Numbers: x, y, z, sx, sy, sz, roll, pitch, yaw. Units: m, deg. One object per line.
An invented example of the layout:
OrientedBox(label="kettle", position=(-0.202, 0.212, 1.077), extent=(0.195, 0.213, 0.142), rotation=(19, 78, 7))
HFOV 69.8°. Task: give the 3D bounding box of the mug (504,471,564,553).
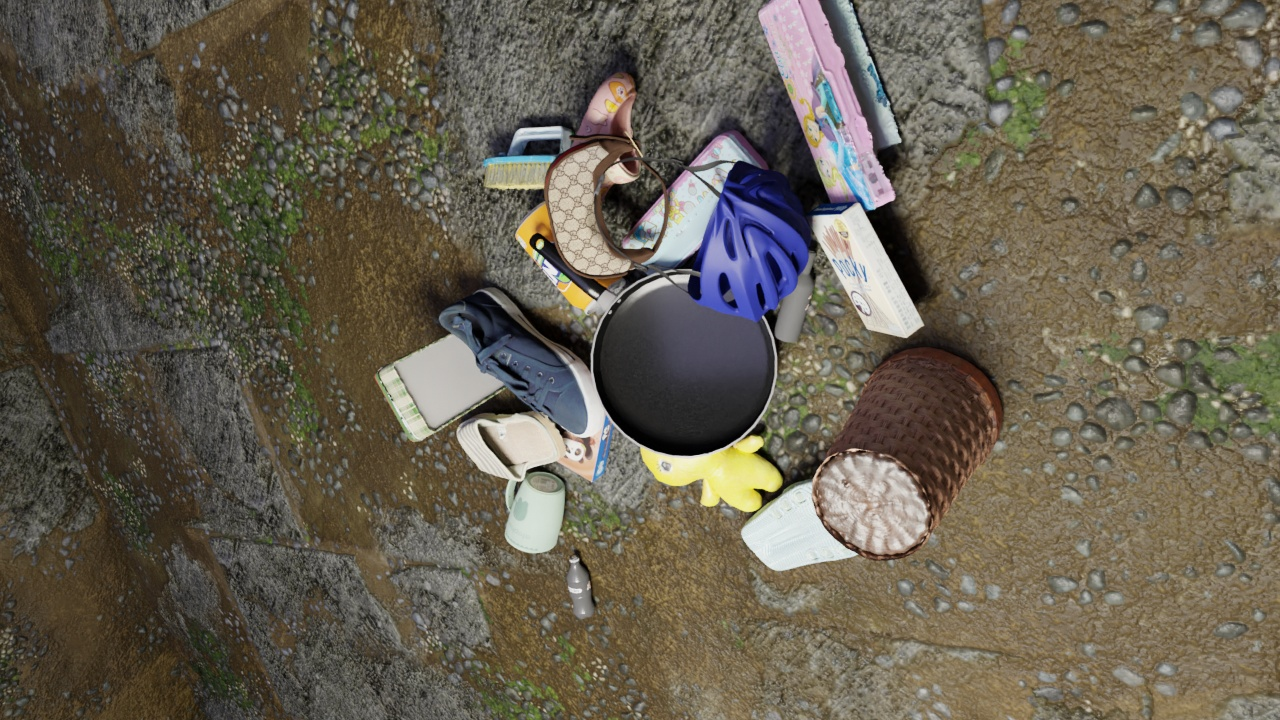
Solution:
OrientedBox(label="mug", position=(-0.169, 0.223, 1.419), extent=(0.111, 0.084, 0.104), rotation=(34, 120, 36))

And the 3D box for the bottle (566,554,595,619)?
OrientedBox(label="bottle", position=(-0.097, 0.359, 1.461), extent=(0.036, 0.036, 0.110), rotation=(6, 116, 34))

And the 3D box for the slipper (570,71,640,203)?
OrientedBox(label="slipper", position=(-0.039, -0.240, 1.087), extent=(0.081, 0.093, 0.198), rotation=(30, 127, 7))

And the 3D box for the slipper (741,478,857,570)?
OrientedBox(label="slipper", position=(0.210, 0.196, 1.138), extent=(0.104, 0.074, 0.246), rotation=(50, 147, 3))

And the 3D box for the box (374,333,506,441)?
OrientedBox(label="box", position=(-0.276, 0.025, 1.313), extent=(0.050, 0.204, 0.117), rotation=(-26, 98, 33))

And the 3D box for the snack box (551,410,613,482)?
OrientedBox(label="snack box", position=(-0.083, 0.092, 1.319), extent=(0.087, 0.034, 0.152), rotation=(27, 125, 23))

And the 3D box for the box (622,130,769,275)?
OrientedBox(label="box", position=(0.060, -0.176, 1.079), extent=(0.076, 0.036, 0.215), rotation=(50, 131, 4))

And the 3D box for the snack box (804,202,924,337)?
OrientedBox(label="snack box", position=(0.233, -0.095, 0.957), extent=(0.150, 0.026, 0.082), rotation=(57, 172, -15))

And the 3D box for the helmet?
OrientedBox(label="helmet", position=(0.067, -0.135, 0.975), extent=(0.228, 0.147, 0.241), rotation=(17, 167, 11))

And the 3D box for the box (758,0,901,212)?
OrientedBox(label="box", position=(0.203, -0.267, 0.928), extent=(0.230, 0.076, 0.085), rotation=(66, 168, -10))

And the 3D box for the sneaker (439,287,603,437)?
OrientedBox(label="sneaker", position=(-0.174, 0.007, 1.251), extent=(0.294, 0.127, 0.121), rotation=(41, 132, 25))

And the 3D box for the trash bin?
OrientedBox(label="trash bin", position=(0.270, 0.092, 0.947), extent=(0.151, 0.209, 0.151), rotation=(16, 120, 29))

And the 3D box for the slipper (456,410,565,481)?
OrientedBox(label="slipper", position=(-0.203, 0.127, 1.380), extent=(0.273, 0.053, 0.114), rotation=(-11, 117, 51))

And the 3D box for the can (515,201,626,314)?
OrientedBox(label="can", position=(-0.089, -0.134, 1.179), extent=(0.142, 0.078, 0.079), rotation=(50, 131, 5))

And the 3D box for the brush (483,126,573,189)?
OrientedBox(label="brush", position=(-0.147, -0.258, 1.177), extent=(0.136, 0.055, 0.075), rotation=(6, 94, 33))

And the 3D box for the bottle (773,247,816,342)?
OrientedBox(label="bottle", position=(0.180, -0.076, 1.046), extent=(0.030, 0.030, 0.113), rotation=(27, 126, 23))

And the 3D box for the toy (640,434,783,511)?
OrientedBox(label="toy", position=(0.083, 0.115, 1.177), extent=(0.207, 0.092, 0.134), rotation=(39, 111, 3))

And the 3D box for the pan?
OrientedBox(label="pan", position=(0.003, -0.039, 1.114), extent=(0.356, 0.034, 0.225), rotation=(41, 102, 8))

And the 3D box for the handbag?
OrientedBox(label="handbag", position=(-0.038, -0.179, 1.050), extent=(0.138, 0.063, 0.167), rotation=(-13, 112, -5))
